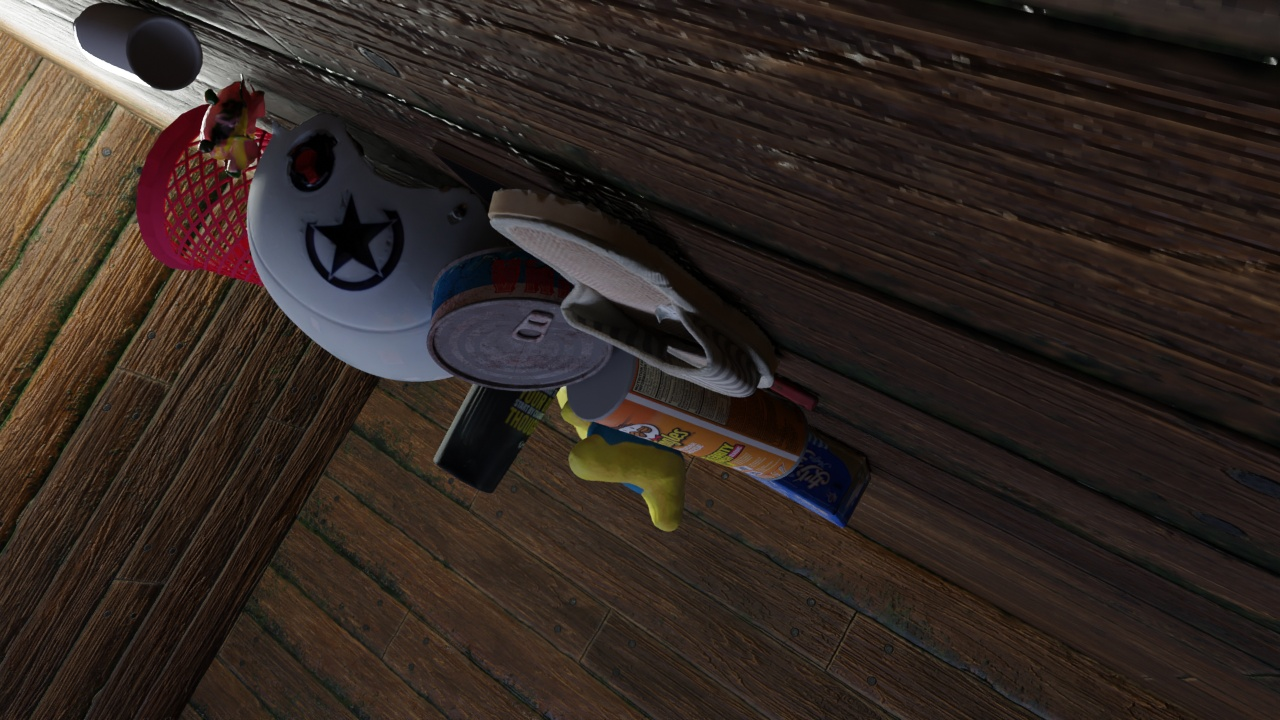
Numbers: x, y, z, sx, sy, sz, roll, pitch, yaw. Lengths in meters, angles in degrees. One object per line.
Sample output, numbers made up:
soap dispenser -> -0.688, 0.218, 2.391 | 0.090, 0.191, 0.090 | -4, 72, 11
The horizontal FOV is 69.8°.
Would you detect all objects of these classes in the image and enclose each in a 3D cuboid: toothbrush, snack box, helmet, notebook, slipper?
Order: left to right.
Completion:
helmet -> -0.223, -0.080, 0.774 | 0.264, 0.163, 0.236 | 30, 174, 10
notebook -> -0.039, -0.076, 0.631 | 0.141, 0.008, 0.209 | 28, 175, 22
slipper -> 0.004, -0.028, 0.554 | 0.114, 0.054, 0.272 | 22, 173, 35
toothbrush -> 0.057, -0.005, 0.746 | 0.190, 0.016, 0.016 | 28, 174, 24
snack box -> 0.141, 0.097, 0.996 | 0.203, 0.069, 0.155 | 28, 175, 21

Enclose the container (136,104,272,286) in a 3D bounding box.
container -> -0.366, -0.145, 0.962 | 0.226, 0.183, 0.183 | 21, 174, 12

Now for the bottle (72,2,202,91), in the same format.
bottle -> -0.405, -0.250, 0.717 | 0.195, 0.052, 0.052 | 26, 174, 41

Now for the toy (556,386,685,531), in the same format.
toy -> -0.021, 0.074, 0.979 | 0.149, 0.084, 0.213 | 35, -167, -23

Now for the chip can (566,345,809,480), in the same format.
chip can -> 0.045, 0.040, 0.753 | 0.214, 0.075, 0.075 | 22, -179, -40

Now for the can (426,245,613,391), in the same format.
can -> -0.085, -0.027, 0.654 | 0.130, 0.044, 0.130 | -2, 151, -1

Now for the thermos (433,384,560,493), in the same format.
thermos -> -0.129, 0.025, 0.955 | 0.098, 0.220, 0.098 | 30, 177, 1

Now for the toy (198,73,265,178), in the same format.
toy -> -0.334, -0.194, 0.754 | 0.046, 0.084, 0.103 | -1, -159, -14
